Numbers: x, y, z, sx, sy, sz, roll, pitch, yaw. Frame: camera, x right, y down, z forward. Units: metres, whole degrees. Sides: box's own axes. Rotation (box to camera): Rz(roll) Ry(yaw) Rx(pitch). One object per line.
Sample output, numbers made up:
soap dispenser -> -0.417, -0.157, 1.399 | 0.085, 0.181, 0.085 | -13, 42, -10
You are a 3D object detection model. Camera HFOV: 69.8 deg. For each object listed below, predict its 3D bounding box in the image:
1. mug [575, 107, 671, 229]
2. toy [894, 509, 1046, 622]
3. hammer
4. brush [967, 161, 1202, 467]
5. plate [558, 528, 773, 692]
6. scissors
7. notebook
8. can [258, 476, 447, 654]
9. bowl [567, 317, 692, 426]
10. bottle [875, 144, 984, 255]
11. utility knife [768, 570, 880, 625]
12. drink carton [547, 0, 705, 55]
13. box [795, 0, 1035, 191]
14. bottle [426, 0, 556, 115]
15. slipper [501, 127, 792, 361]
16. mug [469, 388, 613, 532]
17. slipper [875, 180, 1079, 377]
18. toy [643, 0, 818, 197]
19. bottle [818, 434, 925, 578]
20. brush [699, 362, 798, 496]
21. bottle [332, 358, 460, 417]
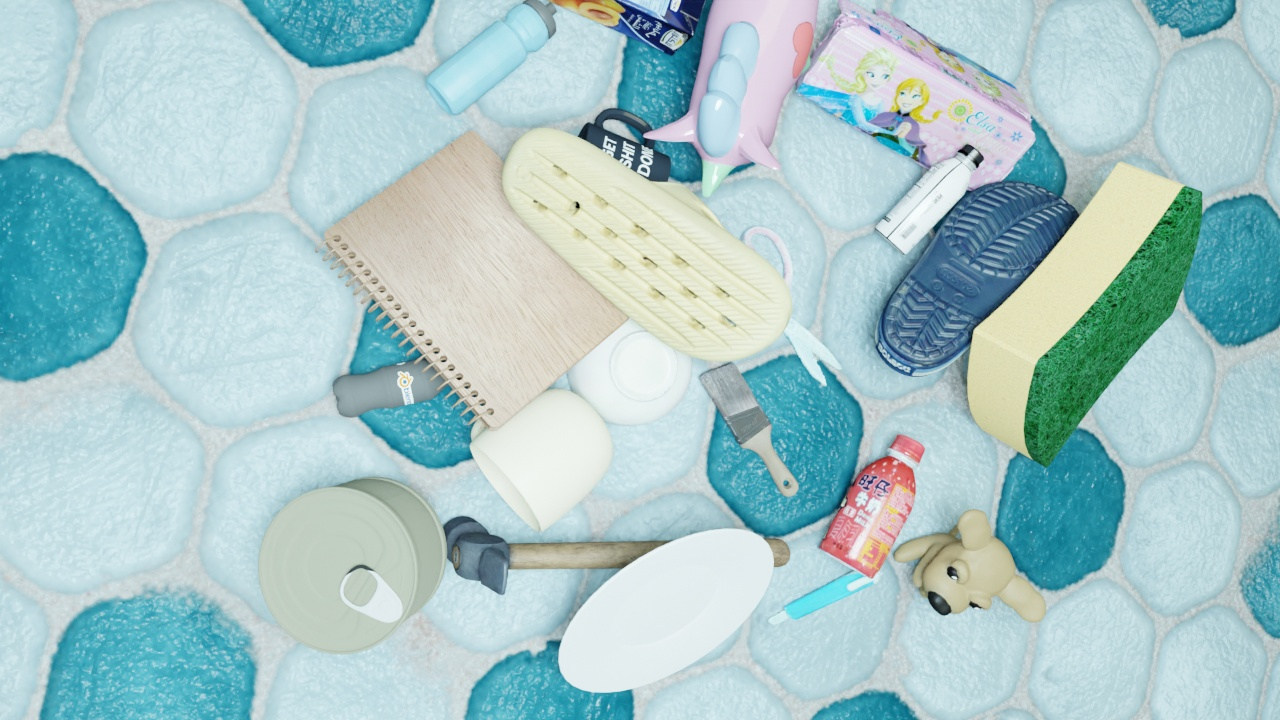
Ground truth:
mug -> -0.020, -0.174, 0.806 | 0.077, 0.071, 0.105 | 19, 65, -16
toy -> 0.308, 0.199, 0.888 | 0.105, 0.108, 0.134 | -40, 102, -13
hammer -> -0.005, 0.172, 0.809 | 0.321, 0.129, 0.040 | 5, 92, -26
brush -> 0.419, -0.038, 0.870 | 0.250, 0.075, 0.195 | -47, 144, -10
plate -> 0.023, 0.216, 0.799 | 0.208, 0.015, 0.209 | -18, 136, -19
scissors -> 0.146, -0.054, 0.882 | 0.179, 0.016, 0.105 | 38, 82, -14
notebook -> -0.135, -0.066, 0.760 | 0.168, 0.022, 0.210 | -41, 87, -19
can -> -0.225, 0.159, 0.730 | 0.128, 0.073, 0.128 | 0, 91, 8
bowl -> -0.005, 0.005, 0.815 | 0.113, 0.063, 0.113 | 0, 92, -15
bottle -> 0.280, -0.157, 0.881 | 0.041, 0.041, 0.116 | 39, 104, -14
utility knife -> 0.181, 0.230, 0.902 | 0.124, 0.015, 0.022 | -20, 94, -12
drink carton -> -0.013, -0.316, 0.799 | 0.130, 0.064, 0.040 | 19, 86, -16
box -> 0.266, -0.264, 0.900 | 0.230, 0.105, 0.087 | 23, 129, -15
bottle -> -0.122, -0.263, 0.783 | 0.130, 0.040, 0.040 | -43, 102, -10
slipper -> 0.006, -0.098, 0.756 | 0.261, 0.079, 0.112 | 35, 118, -4
mug -> -0.084, 0.070, 0.785 | 0.099, 0.096, 0.120 | -39, 60, -20
slipper -> 0.315, -0.076, 0.891 | 0.252, 0.095, 0.105 | -41, 68, -17
toy -> 0.093, -0.263, 0.778 | 0.120, 0.170, 0.223 | 18, 124, 17
bottle -> 0.231, 0.137, 0.889 | 0.062, 0.062, 0.137 | 32, 82, -15
brush -> 0.108, 0.068, 0.876 | 0.039, 0.012, 0.151 | -34, 101, -13
bottle -> -0.201, 0.020, 0.773 | 0.109, 0.036, 0.036 | -13, 95, -15
